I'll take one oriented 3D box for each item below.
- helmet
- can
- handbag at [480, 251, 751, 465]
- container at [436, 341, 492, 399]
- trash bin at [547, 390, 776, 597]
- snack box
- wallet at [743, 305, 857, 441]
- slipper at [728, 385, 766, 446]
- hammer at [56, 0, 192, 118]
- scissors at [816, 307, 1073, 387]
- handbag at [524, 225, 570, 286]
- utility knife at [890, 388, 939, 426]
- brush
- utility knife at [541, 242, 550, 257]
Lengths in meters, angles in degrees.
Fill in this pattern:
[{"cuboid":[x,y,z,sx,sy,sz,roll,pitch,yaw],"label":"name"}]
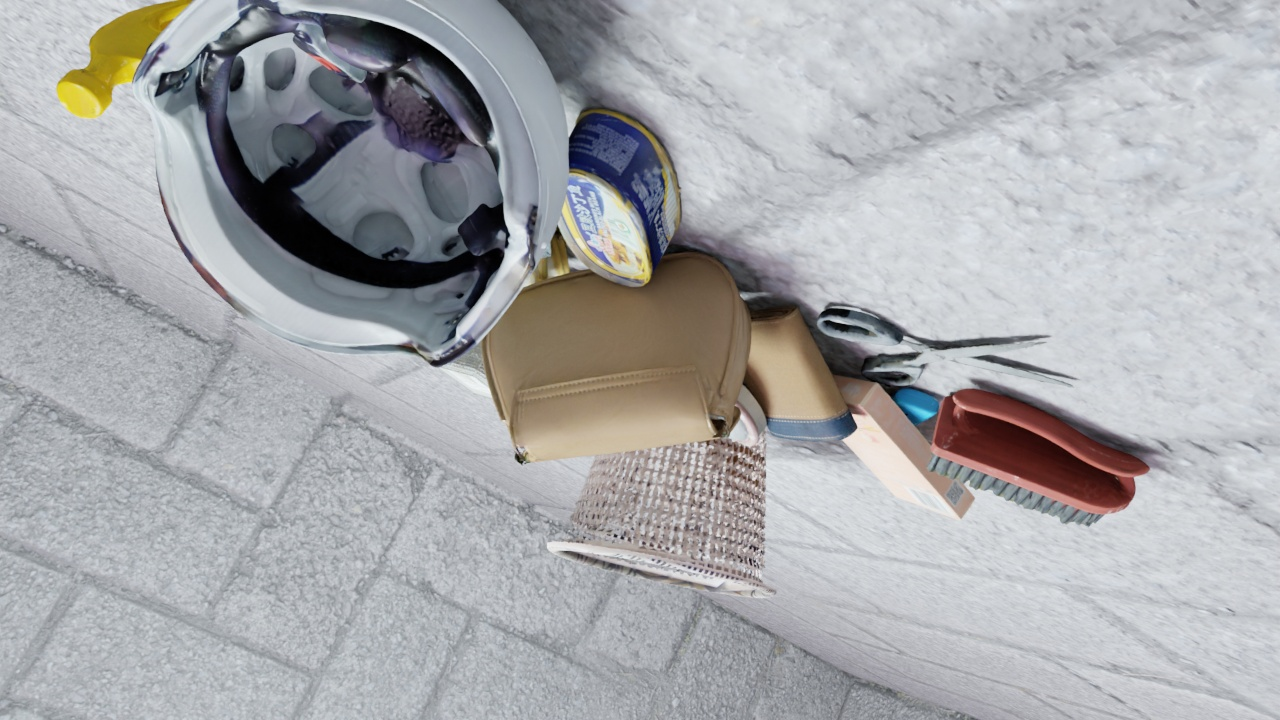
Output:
[{"cuboid":[-0.149,-0.125,0.533,0.229,0.145,0.259,41,135,-15],"label":"helmet"},{"cuboid":[-0.016,-0.103,0.615,0.075,0.049,0.148,22,163,14],"label":"can"},{"cuboid":[-0.015,0.002,0.701,0.205,0.147,0.100,-9,154,16],"label":"handbag"},{"cuboid":[-0.142,-0.023,0.931,0.090,0.114,0.090,12,159,41],"label":"container"},{"cuboid":[0.038,0.121,0.920,0.227,0.192,0.228,11,163,3],"label":"trash bin"},{"cuboid":[0.208,0.071,0.777,0.157,0.026,0.084,45,166,-24],"label":"snack box"},{"cuboid":[0.115,0.011,0.731,0.090,0.033,0.115,-2,124,56],"label":"wallet"},{"cuboid":[-0.005,0.005,0.822,0.274,0.054,0.114,32,158,34],"label":"slipper"},{"cuboid":[-0.221,-0.176,0.632,0.300,0.128,0.033,16,141,-4],"label":"hammer"},{"cuboid":[0.206,-0.003,0.649,0.178,0.014,0.159,23,164,8],"label":"scissors"},{"cuboid":[-0.136,-0.122,0.746,0.163,0.063,0.179,23,148,10],"label":"handbag"},{"cuboid":[0.218,0.054,0.798,0.034,0.018,0.162,24,164,6],"label":"utility knife"},{"cuboid":[0.291,0.071,0.676,0.146,0.063,0.069,22,134,10],"label":"brush"},{"cuboid":[-0.138,-0.080,0.737,0.193,0.015,0.033,-5,132,41],"label":"utility knife"}]
